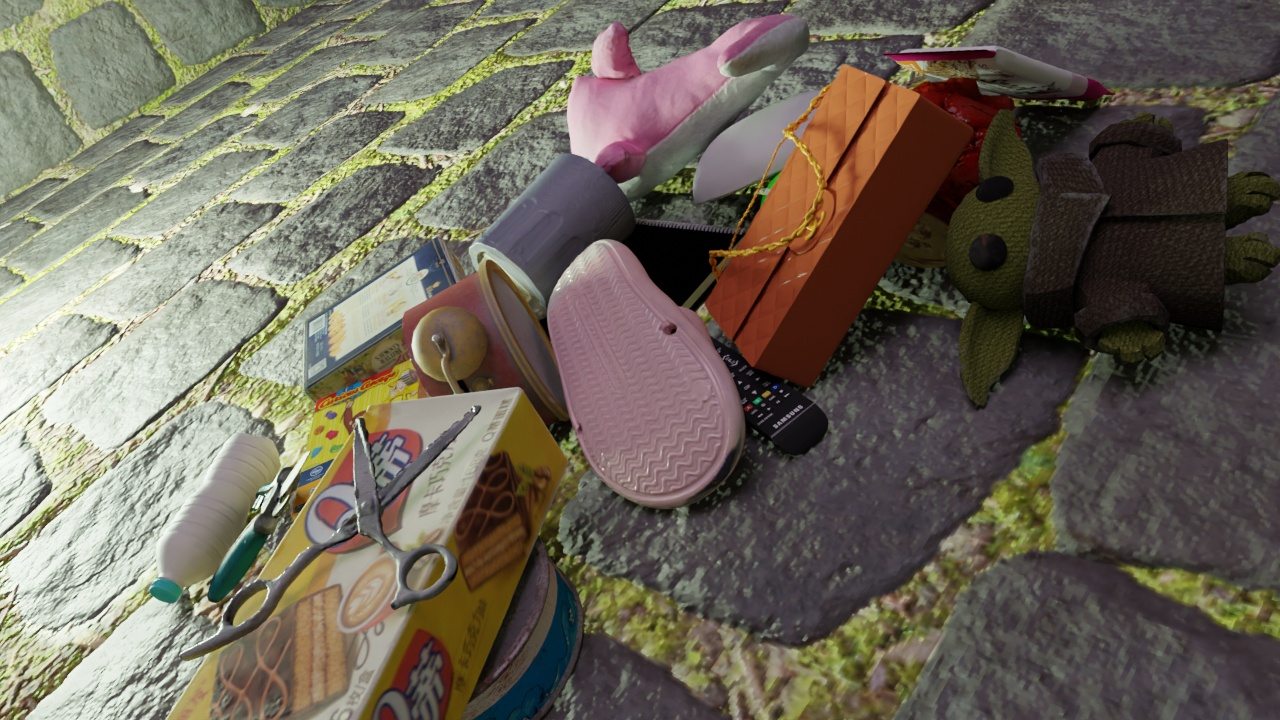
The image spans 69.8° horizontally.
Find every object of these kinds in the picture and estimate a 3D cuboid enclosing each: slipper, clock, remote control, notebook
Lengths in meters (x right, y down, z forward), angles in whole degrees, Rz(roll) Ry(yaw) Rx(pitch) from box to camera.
[{"bbox_3d":[-0.003,0.003,0.575,0.107,0.055,0.221,-49,43,18],"label":"slipper"},{"bbox_3d":[-0.105,0.009,0.589,0.081,0.117,0.158,-28,15,5],"label":"clock"},{"bbox_3d":[0.058,0.015,0.567,0.033,0.015,0.147,-36,36,-12],"label":"remote control"},{"bbox_3d":[-0.033,-0.062,0.727,0.207,0.016,0.148,14,53,43],"label":"notebook"}]

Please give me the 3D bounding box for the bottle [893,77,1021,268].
[{"bbox_3d":[0.188,-0.120,0.590,0.099,0.099,0.111,10,69,41],"label":"bottle"}]

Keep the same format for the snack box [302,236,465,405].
[{"bbox_3d":[-0.209,-0.030,0.765,0.145,0.042,0.144,-33,30,-2],"label":"snack box"}]

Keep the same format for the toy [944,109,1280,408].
[{"bbox_3d":[0.237,-0.063,0.477,0.153,0.078,0.179,1,70,32],"label":"toy"}]

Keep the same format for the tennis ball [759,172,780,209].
[{"bbox_3d":[0.116,-0.103,0.636,0.065,0.065,0.065,-18,36,13],"label":"tennis ball"}]

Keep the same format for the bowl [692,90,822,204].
[{"bbox_3d":[0.101,-0.173,0.709,0.149,0.043,0.149,-26,12,6],"label":"bowl"}]

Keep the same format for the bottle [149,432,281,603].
[{"bbox_3d":[-0.307,0.112,0.661,0.044,0.044,0.136,-11,38,22],"label":"bottle"}]

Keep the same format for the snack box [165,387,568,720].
[{"bbox_3d":[-0.127,0.118,0.440,0.110,0.062,0.229,-7,40,27],"label":"snack box"}]

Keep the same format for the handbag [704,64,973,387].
[{"bbox_3d":[0.102,-0.087,0.555,0.172,0.060,0.108,-61,28,18],"label":"handbag"}]

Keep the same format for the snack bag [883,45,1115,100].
[{"bbox_3d":[0.244,-0.188,0.611,0.196,0.016,0.070,-6,14,-43],"label":"snack bag"}]

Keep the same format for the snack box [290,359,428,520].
[{"bbox_3d":[-0.186,0.063,0.647,0.088,0.040,0.125,-23,35,6],"label":"snack box"}]

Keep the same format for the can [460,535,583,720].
[{"bbox_3d":[-0.098,0.144,0.482,0.130,0.044,0.129,-18,36,13],"label":"can"}]

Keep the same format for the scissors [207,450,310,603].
[{"bbox_3d":[-0.250,0.109,0.601,0.124,0.019,0.155,-63,20,-9],"label":"scissors"}]

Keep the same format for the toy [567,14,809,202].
[{"bbox_3d":[0.012,-0.219,0.759,0.266,0.128,0.186,-26,8,38],"label":"toy"}]

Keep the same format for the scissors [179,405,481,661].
[{"bbox_3d":[-0.136,0.081,0.425,0.174,0.014,0.142,-42,40,-16],"label":"scissors"}]

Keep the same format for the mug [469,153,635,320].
[{"bbox_3d":[-0.077,-0.092,0.723,0.103,0.084,0.124,-49,17,-22],"label":"mug"}]
